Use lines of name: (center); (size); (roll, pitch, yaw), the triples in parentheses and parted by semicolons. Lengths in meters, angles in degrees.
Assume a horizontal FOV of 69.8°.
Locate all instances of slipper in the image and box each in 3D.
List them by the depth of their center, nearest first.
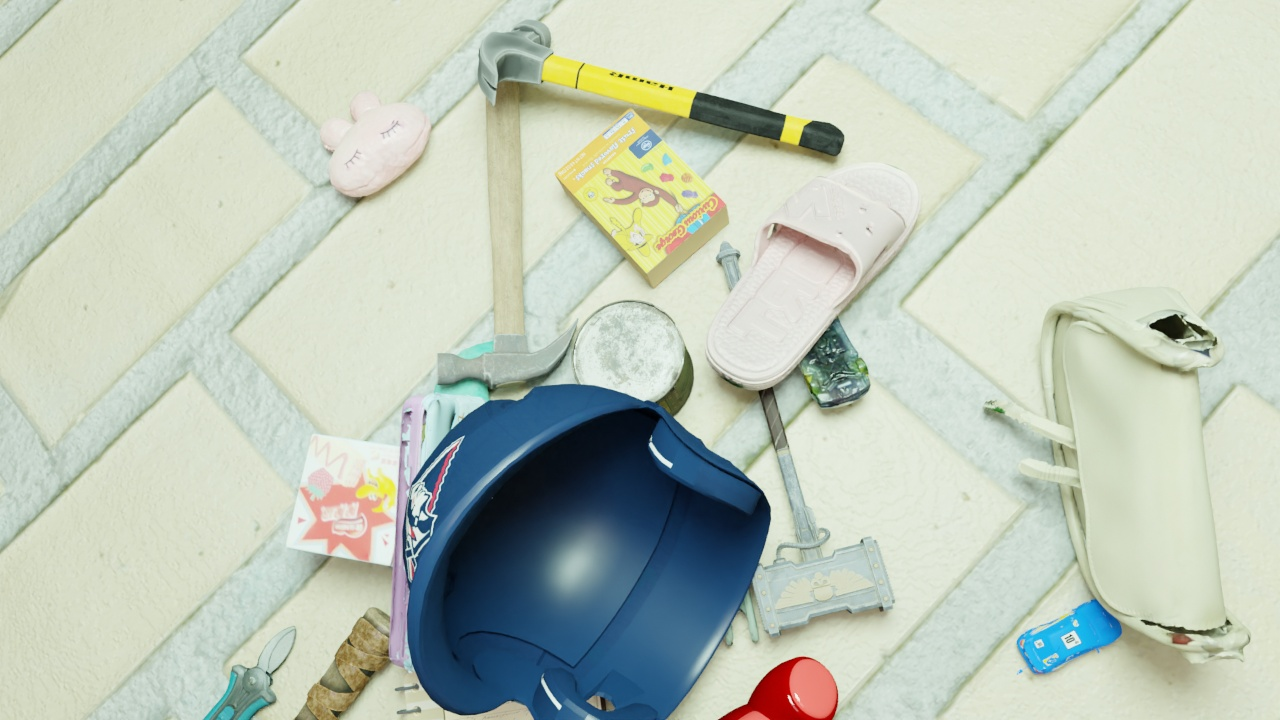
slipper: (0.136, -0.082, 0.729); (0.094, 0.064, 0.239); (34, 72, 20)

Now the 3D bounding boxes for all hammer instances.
hammer: (-0.301, 0.339, 0.735); (0.121, 0.049, 0.318); (34, 83, 18)
hammer: (0.107, 0.048, 0.736); (0.098, 0.044, 0.321); (-15, 72, 6)
hammer: (0.015, -0.226, 0.787); (0.324, 0.169, 0.034); (15, 123, 3)
hammer: (-0.121, -0.133, 0.820); (0.119, 0.031, 0.330); (-1, 69, -10)

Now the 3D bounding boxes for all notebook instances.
notebook: (-0.101, 0.344, 0.707); (0.167, 0.024, 0.225); (-11, 75, 6)

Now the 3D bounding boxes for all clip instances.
clip: (0.074, 0.183, 0.717); (0.044, 0.023, 0.076); (-10, 73, 9)

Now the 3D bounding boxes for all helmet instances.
helmet: (-0.063, 0.123, 0.628); (0.223, 0.272, 0.232); (27, 96, 25)

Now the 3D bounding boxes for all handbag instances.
handbag: (0.323, 0.068, 0.628); (0.132, 0.184, 0.229); (-8, 92, 10)

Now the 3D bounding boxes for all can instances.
can: (-0.004, 0.004, 0.747); (0.090, 0.074, 0.089); (-2, 74, 9)

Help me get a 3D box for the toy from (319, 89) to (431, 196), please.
toy: (-0.253, -0.206, 0.856); (0.108, 0.053, 0.105); (-46, 59, -2)

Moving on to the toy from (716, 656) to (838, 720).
toy: (0.108, 0.325, 0.629); (0.158, 0.121, 0.197); (-29, 76, -24)

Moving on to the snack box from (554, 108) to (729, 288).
snack box: (0.001, -0.141, 0.798); (0.088, 0.040, 0.126); (-41, 73, -2)

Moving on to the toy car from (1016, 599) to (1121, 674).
toy car: (0.303, 0.201, 0.651); (0.092, 0.062, 0.033); (-27, 73, 2)

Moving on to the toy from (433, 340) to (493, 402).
toy: (-0.134, 0.037, 0.785); (0.085, 0.033, 0.105); (-24, 72, -8)

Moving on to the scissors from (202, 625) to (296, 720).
scissors: (-0.331, 0.291, 0.764); (0.136, 0.019, 0.138); (-17, 73, 3)

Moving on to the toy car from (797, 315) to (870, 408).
toy car: (0.147, -0.008, 0.744); (0.048, 0.033, 0.105); (-21, 61, 2)

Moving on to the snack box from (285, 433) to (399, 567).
snack box: (-0.221, 0.117, 0.754); (0.093, 0.079, 0.094); (7, 78, 12)

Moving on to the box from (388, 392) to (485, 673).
box: (-0.156, 0.132, 0.721); (0.033, 0.076, 0.214); (2, 89, 31)
